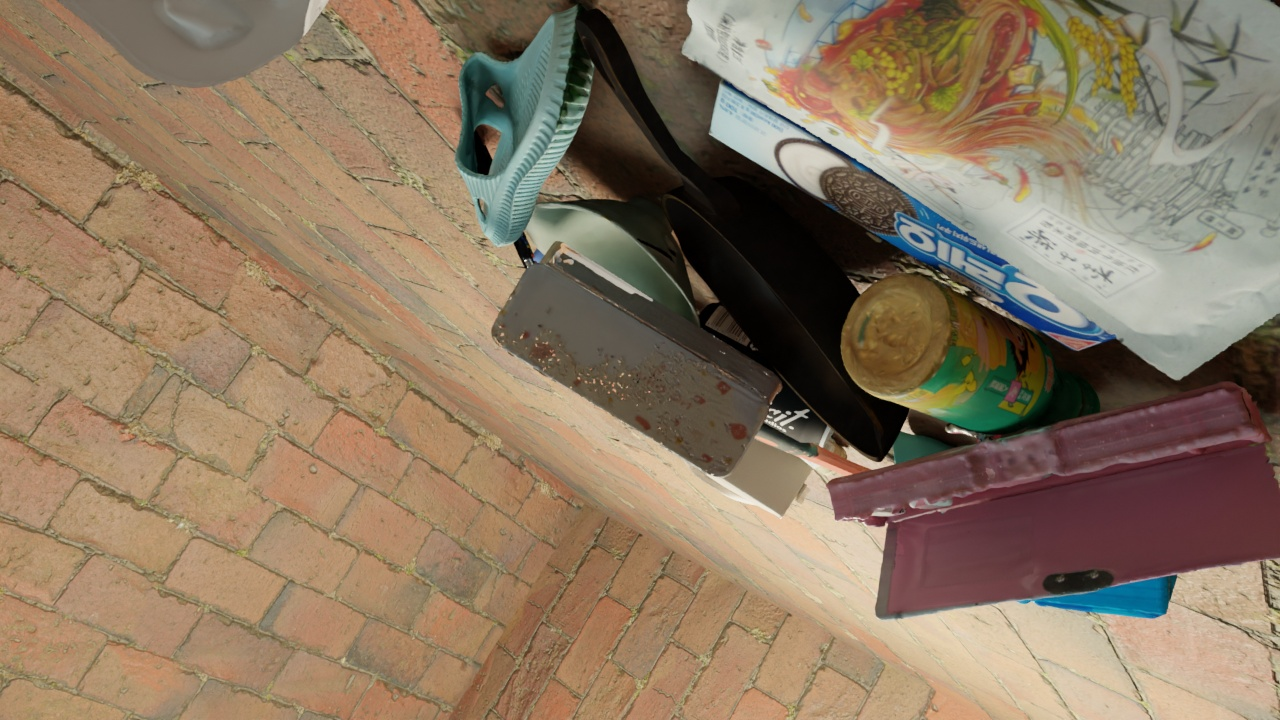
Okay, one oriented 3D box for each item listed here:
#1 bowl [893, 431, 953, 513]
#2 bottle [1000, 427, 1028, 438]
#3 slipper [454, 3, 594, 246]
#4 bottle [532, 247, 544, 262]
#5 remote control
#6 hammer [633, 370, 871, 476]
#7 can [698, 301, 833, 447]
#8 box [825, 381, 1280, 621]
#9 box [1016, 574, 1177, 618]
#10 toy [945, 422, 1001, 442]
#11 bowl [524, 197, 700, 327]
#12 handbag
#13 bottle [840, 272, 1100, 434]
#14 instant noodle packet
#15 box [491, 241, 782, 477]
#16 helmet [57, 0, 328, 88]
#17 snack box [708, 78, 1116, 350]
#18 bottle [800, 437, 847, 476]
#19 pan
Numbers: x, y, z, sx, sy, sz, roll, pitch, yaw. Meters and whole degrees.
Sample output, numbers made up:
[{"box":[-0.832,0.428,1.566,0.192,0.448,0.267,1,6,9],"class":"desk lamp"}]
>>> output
[{"box":[0.274,0.111,0.814,0.046,0.120,0.121,-27,129,27],"class":"bowl"},{"box":[0.310,0.077,0.643,0.108,0.060,0.060,33,166,-11],"class":"bottle"},{"box":[-0.093,-0.156,0.632,0.069,0.116,0.277,8,168,-18],"class":"slipper"},{"box":[-0.046,-0.078,0.918,0.131,0.048,0.048,36,166,-12],"class":"bottle"},{"box":[-0.122,-0.137,0.793,0.045,0.021,0.140,71,173,-72],"class":"remote control"},{"box":[0.143,0.079,0.899,0.333,0.033,0.133,25,158,-16],"class":"hammer"},{"box":[0.112,0.011,0.809,0.146,0.080,0.080,29,166,16],"class":"can"},{"box":[0.238,0.093,0.533,0.233,0.098,0.099,-20,158,32],"class":"box"},{"box":[0.306,0.141,0.689,0.174,0.063,0.243,24,-174,32],"class":"box"},{"box":[0.292,0.069,0.705,0.102,0.050,0.065,28,-160,-22],"class":"toy"},{"box":[-0.007,-0.094,0.740,0.174,0.067,0.174,32,165,9],"class":"bowl"},{"box":[0.122,0.117,1.144,0.194,0.101,0.198,32,177,12],"class":"handbag"},{"box":[0.205,0.009,0.536,0.209,0.068,0.068,17,179,-40],"class":"bottle"},{"box":[0.148,-0.102,0.360,0.269,0.057,0.147,34,143,5],"class":"instant noodle packet"},{"box":[0.002,-0.006,0.730,0.216,0.095,0.107,32,-168,5],"class":"box"},{"box":[-0.244,-0.261,0.445,0.224,0.183,0.282,32,174,-22],"class":"helmet"},{"box":[0.143,-0.089,0.451,0.226,0.059,0.059,31,170,4],"class":"snack box"},{"box":[0.178,0.084,0.997,0.110,0.042,0.043,37,166,-23],"class":"bottle"},{"box":[0.070,-0.074,0.579,0.356,0.043,0.248,52,179,-37],"class":"pan"}]
